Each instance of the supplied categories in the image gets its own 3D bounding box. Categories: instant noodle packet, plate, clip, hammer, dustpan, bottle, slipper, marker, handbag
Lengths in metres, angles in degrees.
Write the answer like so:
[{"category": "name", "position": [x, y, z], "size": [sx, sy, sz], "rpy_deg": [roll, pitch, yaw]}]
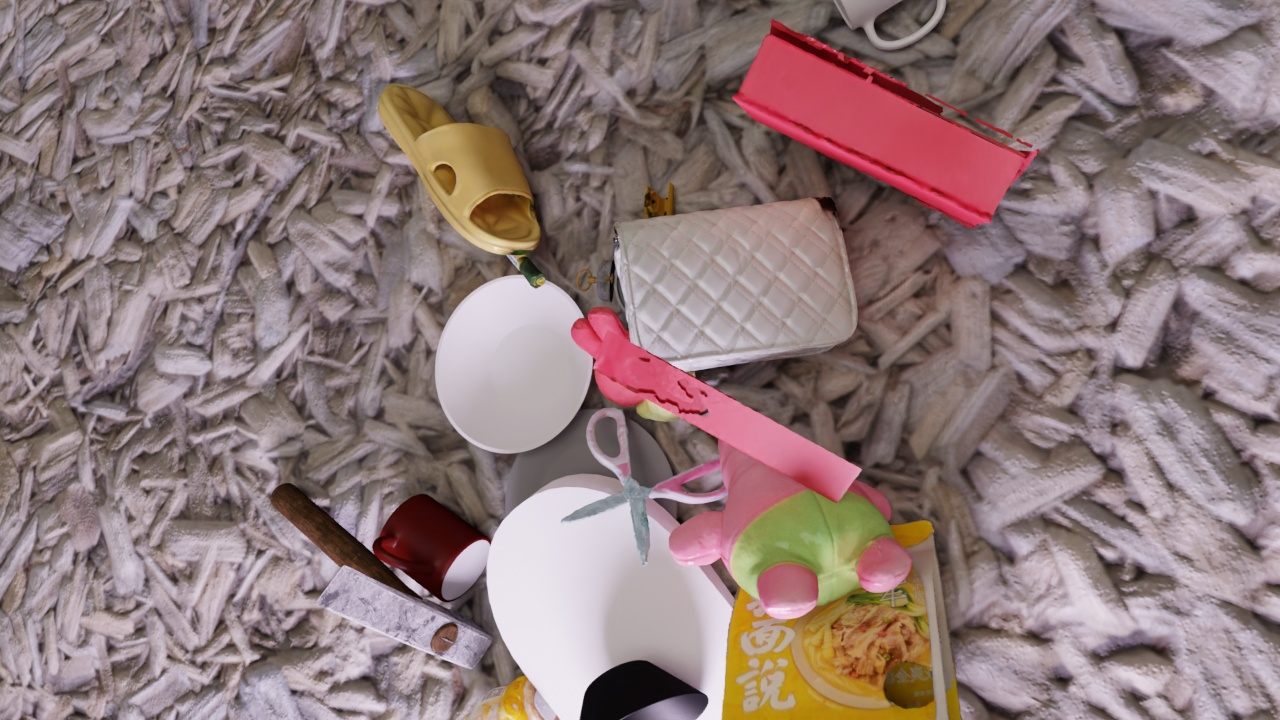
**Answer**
[{"category": "instant noodle packet", "position": [0.151, 0.217, 0.704], "size": [0.163, 0.084, 0.221], "rpy_deg": [-14, 38, 22]}, {"category": "plate", "position": [-0.048, 0.135, 0.871], "size": [0.179, 0.012, 0.178], "rpy_deg": [-3, 81, 22]}, {"category": "plate", "position": [-0.119, 0.005, 0.905], "size": [0.174, 0.036, 0.174], "rpy_deg": [-3, 81, 22]}, {"category": "clip", "position": [0.016, -0.145, 0.871], "size": [0.046, 0.048, 0.054], "rpy_deg": [168, 108, -67]}, {"category": "hammer", "position": [-0.298, 0.181, 0.884], "size": [0.301, 0.218, 0.037], "rpy_deg": [26, 75, 36]}, {"category": "dustpan", "position": [-0.022, 0.226, 0.831], "size": [0.192, 0.053, 0.257], "rpy_deg": [-39, 87, 13]}, {"category": "bottle", "position": [-0.130, 0.337, 0.849], "size": [0.109, 0.063, 0.063], "rpy_deg": [-30, 72, 17]}, {"category": "slipper", "position": [-0.174, -0.208, 0.922], "size": [0.263, 0.099, 0.079], "rpy_deg": [50, 118, 25]}, {"category": "marker", "position": [-0.133, -0.117, 0.916], "size": [0.017, 0.017, 0.146], "rpy_deg": [-49, 50, 9]}, {"category": "handbag", "position": [0.078, -0.063, 0.776], "size": [0.195, 0.072, 0.138], "rpy_deg": [-7, 77, -6]}]

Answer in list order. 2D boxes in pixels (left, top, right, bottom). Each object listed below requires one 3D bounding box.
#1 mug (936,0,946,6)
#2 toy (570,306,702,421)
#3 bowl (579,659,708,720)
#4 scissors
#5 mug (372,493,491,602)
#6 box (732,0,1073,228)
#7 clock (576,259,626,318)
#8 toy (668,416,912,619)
[{"category": "mug", "position": [0.218, -0.330, 0.802], "size": [0.091, 0.073, 0.110], "rpy_deg": [-28, 99, 16]}, {"category": "toy", "position": [-0.005, 0.005, 0.831], "size": [0.135, 0.045, 0.092], "rpy_deg": [40, 129, -5]}, {"category": "bowl", "position": [-0.010, 0.287, 0.767], "size": [0.124, 0.124, 0.052], "rpy_deg": [-39, 54, 13]}, {"category": "scissors", "position": [-0.002, 0.100, 0.806], "size": [0.170, 0.013, 0.175], "rpy_deg": [-19, 51, -24]}, {"category": "mug", "position": [-0.206, 0.182, 0.879], "size": [0.082, 0.105, 0.073], "rpy_deg": [29, 102, 23]}, {"category": "box", "position": [0.242, -0.266, 0.752], "size": [0.213, 0.148, 0.373], "rpy_deg": [30, 69, 10]}, {"category": "clock", "position": [0.011, -0.071, 0.848], "size": [0.148, 0.056, 0.104], "rpy_deg": [4, 90, 11]}, {"category": "toy", "position": [0.113, 0.120, 0.729], "size": [0.192, 0.236, 0.097], "rpy_deg": [-7, 119, -14]}]
